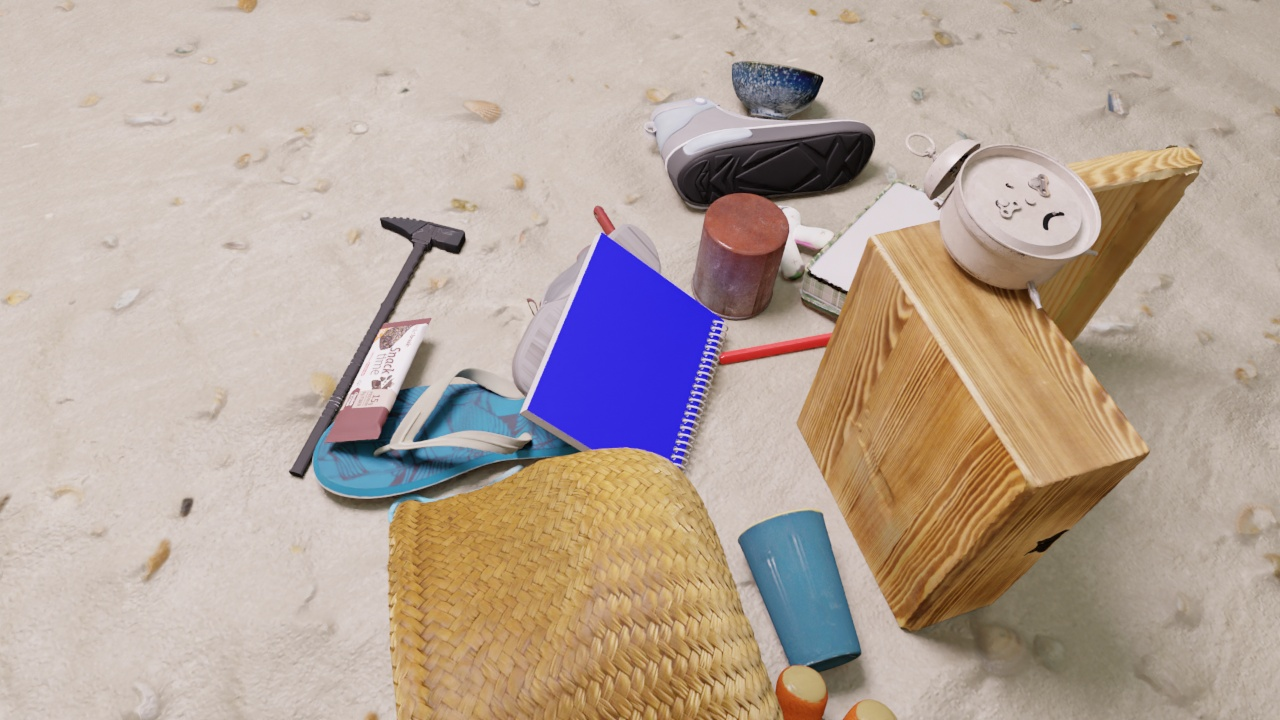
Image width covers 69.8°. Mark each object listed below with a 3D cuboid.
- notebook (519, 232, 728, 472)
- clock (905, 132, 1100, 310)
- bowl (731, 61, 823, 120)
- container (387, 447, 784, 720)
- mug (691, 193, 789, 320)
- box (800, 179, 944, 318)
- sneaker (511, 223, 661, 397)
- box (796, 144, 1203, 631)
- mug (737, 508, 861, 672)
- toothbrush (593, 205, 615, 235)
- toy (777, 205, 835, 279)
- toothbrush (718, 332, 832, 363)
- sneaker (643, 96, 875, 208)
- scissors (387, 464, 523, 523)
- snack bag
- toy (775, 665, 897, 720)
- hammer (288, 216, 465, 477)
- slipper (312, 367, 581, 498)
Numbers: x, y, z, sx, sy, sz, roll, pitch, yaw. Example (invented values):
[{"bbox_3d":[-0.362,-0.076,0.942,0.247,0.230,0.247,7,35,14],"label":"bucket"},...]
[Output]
[{"bbox_3d":[-0.005,0.005,0.869,0.171,0.022,0.208,34,55,-21],"label":"notebook"},{"bbox_3d":[0.255,-0.113,0.673,0.103,0.061,0.157,-37,72,-27],"label":"clock"},{"bbox_3d":[0.167,-0.332,1.146,0.114,0.061,0.114,8,12,-2],"label":"bowl"},{"bbox_3d":[-0.021,0.211,0.583,0.196,0.307,0.306,-17,57,-4],"label":"container"},{"bbox_3d":[0.104,-0.122,0.974,0.096,0.110,0.122,2,55,-10],"label":"mug"},{"bbox_3d":[0.275,-0.113,1.006,0.118,0.051,0.205,30,57,24],"label":"box"},{"bbox_3d":[-0.066,-0.039,0.913,0.099,0.090,0.235,46,51,-15],"label":"sneaker"},{"bbox_3d":[0.339,0.009,0.797,0.336,0.280,0.286,-16,58,-14],"label":"box"},{"bbox_3d":[0.137,0.196,0.773,0.078,0.078,0.121,-10,61,-12],"label":"mug"},{"bbox_3d":[-0.004,-0.104,1.007,0.016,0.016,0.189,-19,58,-22],"label":"toothbrush"},{"bbox_3d":[0.155,-0.146,1.036,0.122,0.038,0.079,38,67,23],"label":"toy"},{"bbox_3d":[0.182,-0.024,0.966,0.212,0.012,0.018,-10,45,-11],"label":"toothbrush"},{"bbox_3d":[0.140,-0.271,1.101,0.256,0.093,0.160,-12,48,-14],"label":"sneaker"},{"bbox_3d":[-0.166,0.125,0.837,0.141,0.015,0.076,-32,60,-31],"label":"scissors"},{"bbox_3d":[-0.245,0.015,0.866,0.057,0.013,0.157,-4,44,17],"label":"snack bag"},{"bbox_3d":[0.121,0.322,0.675,0.112,0.096,0.175,23,67,9],"label":"toy"},{"bbox_3d":[-0.280,-0.025,0.929,0.095,0.015,0.324,14,55,5],"label":"hammer"},{"bbox_3d":[-0.155,0.053,0.853,0.294,0.060,0.118,-7,48,-11],"label":"slipper"}]
